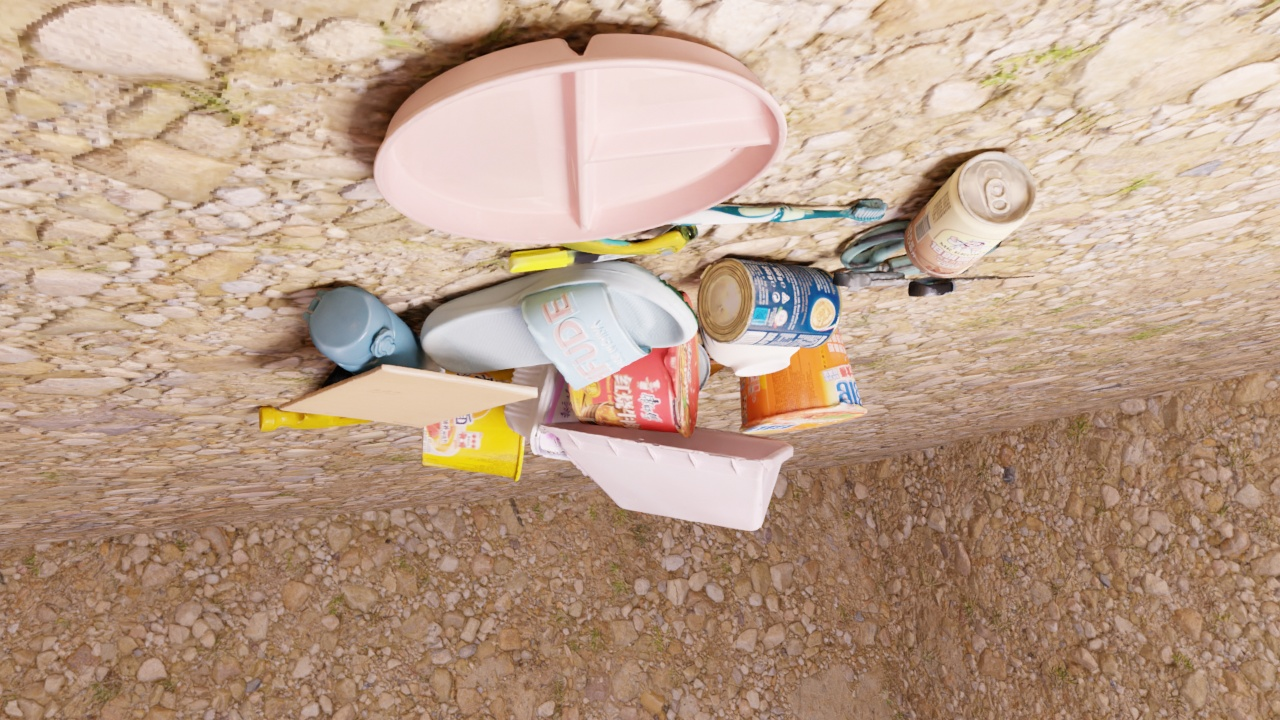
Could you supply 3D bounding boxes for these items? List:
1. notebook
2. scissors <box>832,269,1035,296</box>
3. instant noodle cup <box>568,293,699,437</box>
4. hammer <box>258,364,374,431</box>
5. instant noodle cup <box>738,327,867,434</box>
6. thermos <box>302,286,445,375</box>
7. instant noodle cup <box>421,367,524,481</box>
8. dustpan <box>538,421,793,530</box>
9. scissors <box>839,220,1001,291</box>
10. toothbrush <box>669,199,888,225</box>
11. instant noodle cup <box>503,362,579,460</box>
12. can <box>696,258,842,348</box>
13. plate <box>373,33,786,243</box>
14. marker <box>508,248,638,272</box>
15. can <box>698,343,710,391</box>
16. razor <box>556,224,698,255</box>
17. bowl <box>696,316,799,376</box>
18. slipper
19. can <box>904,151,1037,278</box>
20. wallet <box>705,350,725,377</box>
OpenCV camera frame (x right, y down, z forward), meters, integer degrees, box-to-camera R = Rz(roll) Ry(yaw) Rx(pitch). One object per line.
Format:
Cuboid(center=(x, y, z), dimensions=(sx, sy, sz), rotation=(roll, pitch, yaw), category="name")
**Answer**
Cuboid(center=(-0.215, 0.035, 0.835), dimensions=(0.149, 0.012, 0.212), rotation=(11, 162, -40), category="notebook")
Cuboid(center=(0.252, -0.070, 0.793), dimensions=(0.160, 0.014, 0.180), rotation=(6, -168, 26), category="scissors")
Cuboid(center=(-0.005, 0.005, 0.883), dimensions=(0.109, 0.137, 0.138), rotation=(-2, 169, 12), category="instant noodle cup")
Cuboid(center=(-0.340, 0.037, 1.018), dimensions=(0.128, 0.032, 0.302), rotation=(-2, 167, -29), category="hammer")
Cuboid(center=(0.183, 0.020, 1.087), dimensions=(0.151, 0.111, 0.151), rotation=(-8, 168, -2), category="instant noodle cup")
Cuboid(center=(-0.226, -0.008, 0.805), dimensions=(0.070, 0.070, 0.220), rotation=(-8, 168, -1), category="thermos")
Cuboid(center=(-0.189, 0.065, 1.035), dimensions=(0.109, 0.138, 0.138), rotation=(4, 166, -11), category="instant noodle cup")
Cuboid(center=(0.046, 0.078, 0.958), dimensions=(0.223, 0.138, 0.274), rotation=(9, 153, 16), category="dustpan")
Cuboid(center=(0.247, -0.094, 0.832), dimensions=(0.181, 0.019, 0.170), rotation=(-8, 166, -6), category="scissors")
Cuboid(center=(0.100, -0.110, 0.672), dimensions=(0.191, 0.016, 0.018), rotation=(-4, 157, -20), category="toothbrush")
Cuboid(center=(-0.083, 0.034, 0.974), dimensions=(0.060, 0.138, 0.173), rotation=(12, 176, 23), category="instant noodle cup")
Cuboid(center=(0.113, -0.050, 0.812), dimensions=(0.111, 0.075, 0.075), rotation=(2, 165, -36), category="can")
Cuboid(center=(-0.033, -0.118, 0.519), dimensions=(0.229, 0.028, 0.230), rotation=(-8, 169, -2), category="plate")
Cuboid(center=(-0.040, -0.083, 0.710), dimensions=(0.124, 0.015, 0.018), rotation=(-9, 169, -11), category="marker")
Cuboid(center=(0.027, 0.007, 0.997), dimensions=(0.066, 0.066, 0.094), rotation=(-3, -177, -21), category="can")
Cuboid(center=(-0.023, -0.090, 0.661), dimensions=(0.132, 0.028, 0.043), rotation=(2, 168, -32), category="razor")
Cuboid(center=(0.122, -0.022, 0.965), dimensions=(0.116, 0.066, 0.116), rotation=(-8, 168, -2), category="bowl")
Cuboid(center=(-0.075, -0.020, 0.771), dimensions=(0.246, 0.074, 0.104), rotation=(-9, 143, 18), category="slipper")
Cuboid(center=(0.241, -0.105, 0.679), dimensions=(0.058, 0.058, 0.116), rotation=(-7, 168, -4), category="can")
Cuboid(center=(0.050, 0.011, 1.143), dimensions=(0.119, 0.035, 0.131), rotation=(-3, 168, -21), category="wallet")
